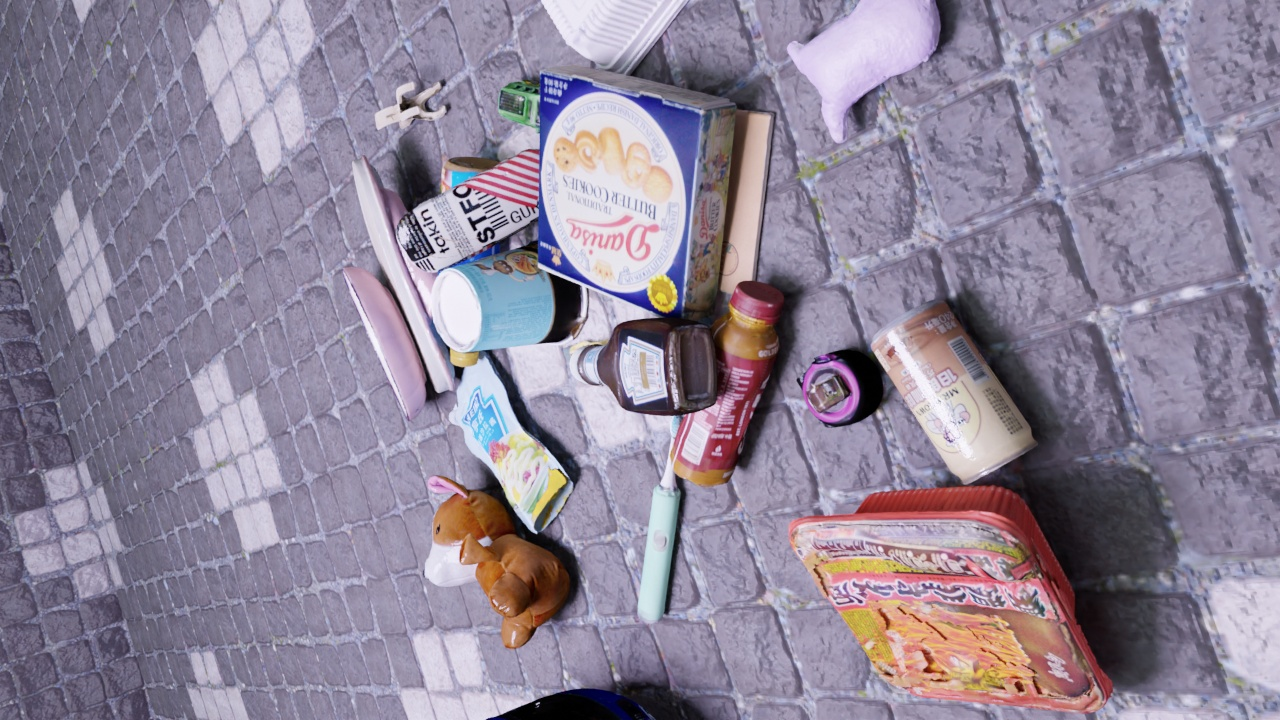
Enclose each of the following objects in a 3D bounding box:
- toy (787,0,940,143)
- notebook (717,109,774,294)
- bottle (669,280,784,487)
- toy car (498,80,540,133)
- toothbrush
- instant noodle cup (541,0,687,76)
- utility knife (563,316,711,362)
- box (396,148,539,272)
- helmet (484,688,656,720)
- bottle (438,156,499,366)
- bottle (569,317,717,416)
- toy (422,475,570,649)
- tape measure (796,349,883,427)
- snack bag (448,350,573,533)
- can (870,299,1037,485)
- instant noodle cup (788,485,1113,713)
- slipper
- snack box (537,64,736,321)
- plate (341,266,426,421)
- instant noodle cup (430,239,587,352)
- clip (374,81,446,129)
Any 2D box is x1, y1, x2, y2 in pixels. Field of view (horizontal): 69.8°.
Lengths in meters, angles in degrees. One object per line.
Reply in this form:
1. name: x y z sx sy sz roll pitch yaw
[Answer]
1. toy: 0.154 -0.209 0.619 0.108 0.038 0.084 -30 80 42
2. notebook: 0.020 -0.148 0.788 0.208 0.008 0.148 21 116 39
3. bottle: 0.072 0.020 0.751 0.057 0.057 0.175 36 124 32
4. toy car: -0.095 -0.236 0.858 0.091 0.036 0.043 22 115 34
5. toothbrush: 0.022 0.149 0.859 0.026 0.027 0.225 8 112 1
6. instant noodle cup: -0.023 -0.330 0.743 0.174 0.060 0.138 -41 73 41
7. utility knife: -0.005 -0.015 0.851 0.199 0.020 0.031 -13 98 41
8. box: -0.149 -0.141 0.865 0.076 0.163 0.087 60 175 -24
9. helmet: -0.064 0.430 0.864 0.247 0.239 0.316 45 140 27
10. bottle: -0.178 -0.097 0.954 0.065 0.065 0.219 26 118 37
11. bottle: -0.005 0.005 0.780 0.195 0.044 0.080 1 96 61
12. toy: -0.172 0.218 1.009 0.199 0.130 0.140 48 152 33
13. tape measure: 0.150 0.021 0.688 0.058 0.039 0.057 -39 74 43
14. snack bag: -0.147 0.089 1.000 0.191 0.038 0.111 49 137 25
15. can: 0.209 0.020 0.617 0.059 0.058 0.116 -42 72 42
16. instant noodle cup: 0.210 0.152 0.613 0.165 0.078 0.189 -11 122 44
17. slipper: -0.252 -0.096 1.017 0.114 0.054 0.274 7 117 70
18. snack box: -0.011 -0.141 0.772 0.178 0.045 0.183 25 123 36
19. plate: -0.290 -0.023 1.064 0.192 0.039 0.193 56 161 31
20. instant noodle cup: -0.130 -0.057 0.880 0.111 0.120 0.111 15 112 41
21. clip: -0.259 -0.270 0.984 0.105 0.081 0.035 -6 97 34
